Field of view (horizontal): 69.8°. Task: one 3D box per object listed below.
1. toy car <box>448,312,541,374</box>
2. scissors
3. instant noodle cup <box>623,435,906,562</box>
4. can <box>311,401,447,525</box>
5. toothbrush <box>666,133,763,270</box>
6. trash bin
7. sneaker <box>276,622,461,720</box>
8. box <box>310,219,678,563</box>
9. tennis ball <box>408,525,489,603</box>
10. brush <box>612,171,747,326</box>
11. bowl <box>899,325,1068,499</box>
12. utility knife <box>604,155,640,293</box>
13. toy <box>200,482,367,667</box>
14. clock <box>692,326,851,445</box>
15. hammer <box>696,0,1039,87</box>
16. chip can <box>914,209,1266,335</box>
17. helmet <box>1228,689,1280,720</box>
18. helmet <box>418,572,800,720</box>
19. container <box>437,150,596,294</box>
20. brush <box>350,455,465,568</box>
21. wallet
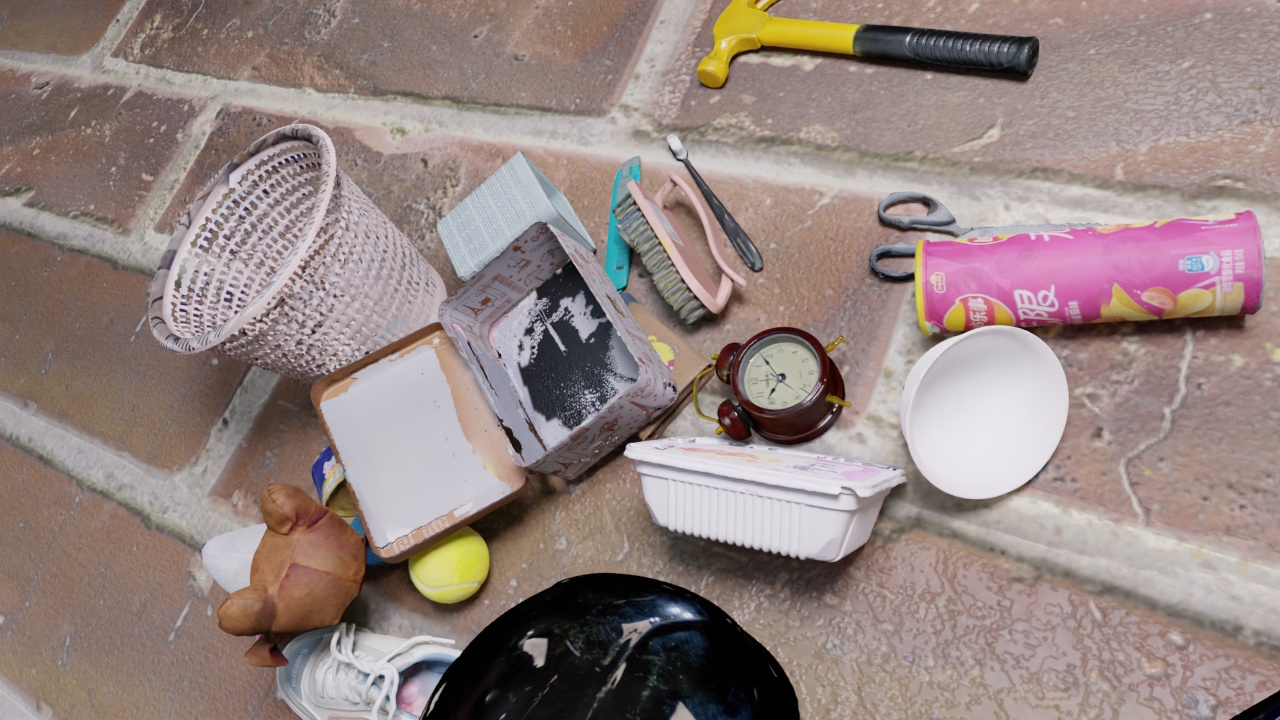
[{"bbox_3d":[-0.143,-0.016,0.854,0.123,0.037,0.056,-7,62,24],"label":"toy car"},{"bbox_3d":[0.264,-0.102,0.716,0.168,0.014,0.156,-32,58,8],"label":"scissors"},{"bbox_3d":[0.086,0.095,0.644,0.174,0.137,0.060,8,92,28],"label":"instant noodle cup"},{"bbox_3d":[-0.227,0.083,0.824,0.148,0.074,0.049,-40,52,4],"label":"can"},{"bbox_3d":[0.065,-0.146,0.831,0.016,0.018,0.181,-31,58,5],"label":"toothbrush"},{"bbox_3d":[-0.295,-0.068,0.845,0.228,0.192,0.227,-18,55,27],"label":"trash bin"},{"bbox_3d":[-0.209,0.255,0.720,0.243,0.091,0.089,-1,65,26],"label":"sneaker"},{"bbox_3d":[-0.126,0.028,0.750,0.261,0.105,0.178,-38,63,11],"label":"box"},{"bbox_3d":[-0.157,0.166,0.754,0.066,0.065,0.065,-11,62,21],"label":"tennis ball"},{"bbox_3d":[0.036,-0.097,0.791,0.073,0.063,0.145,-39,56,16],"label":"brush"},{"bbox_3d":[0.223,0.030,0.632,0.118,0.118,0.065,-45,16,-1],"label":"bowl"},{"bbox_3d":[-0.017,-0.130,0.863,0.029,0.013,0.151,-7,63,25],"label":"utility knife"},{"bbox_3d":[-0.294,0.172,0.748,0.130,0.200,0.140,21,71,-12],"label":"toy"},{"bbox_3d":[0.100,0.021,0.708,0.122,0.055,0.082,-9,63,18],"label":"clock"},{"bbox_3d":[0.200,-0.289,0.826,0.301,0.033,0.128,19,77,31],"label":"hammer"},{"bbox_3d":[0.304,-0.059,0.640,0.211,0.071,0.071,-3,65,24],"label":"chip can"},{"bbox_3d":[0.363,0.231,0.364,0.316,0.240,0.247,-47,54,11],"label":"helmet"},{"bbox_3d":[-0.021,0.246,0.566,0.234,0.230,0.273,8,50,26],"label":"helmet"},{"bbox_3d":[-0.119,-0.117,0.862,0.111,0.090,0.090,-36,56,9],"label":"container"},{"bbox_3d":[-0.198,0.122,0.790,0.144,0.073,0.055,-40,63,3],"label":"brush"},{"bbox_3d":[-0.005,0.005,0.782,0.090,0.033,0.115,-47,59,-3],"label":"wallet"}]
